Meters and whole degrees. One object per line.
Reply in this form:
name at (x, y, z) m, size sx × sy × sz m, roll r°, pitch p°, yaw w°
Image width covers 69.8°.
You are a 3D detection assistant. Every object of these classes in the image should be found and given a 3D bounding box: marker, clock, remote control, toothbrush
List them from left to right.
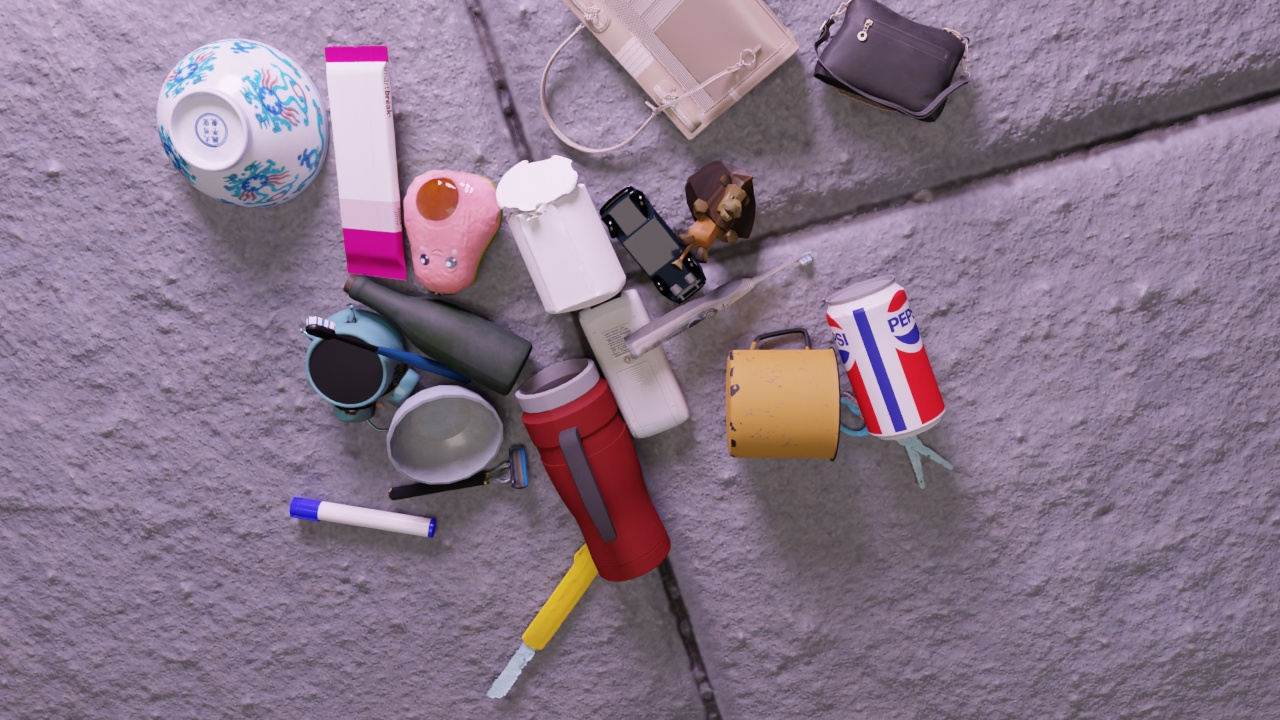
clock at (-0.257, 0.013, 0.847) m, size 0.090 × 0.053 × 0.124 m, roll -23°, pitch 108°, yaw 10°
marker at (-0.275, 0.157, 0.911) m, size 0.141 × 0.020 × 0.020 m, roll 9°, pitch 108°, yaw -1°
toothbrush at (-0.218, -0.006, 0.812) m, size 0.014 × 0.014 × 0.167 m, roll -27°, pitch 147°, yaw 35°
remote control at (-0.005, 0.005, 0.848) m, size 0.060 × 0.025 × 0.138 m, roll -22°, pitch 104°, yaw 9°
toothbrush at (0.070, -0.054, 0.817) m, size 0.185 × 0.022 × 0.024 m, roll -28°, pitch 64°, yaw -2°

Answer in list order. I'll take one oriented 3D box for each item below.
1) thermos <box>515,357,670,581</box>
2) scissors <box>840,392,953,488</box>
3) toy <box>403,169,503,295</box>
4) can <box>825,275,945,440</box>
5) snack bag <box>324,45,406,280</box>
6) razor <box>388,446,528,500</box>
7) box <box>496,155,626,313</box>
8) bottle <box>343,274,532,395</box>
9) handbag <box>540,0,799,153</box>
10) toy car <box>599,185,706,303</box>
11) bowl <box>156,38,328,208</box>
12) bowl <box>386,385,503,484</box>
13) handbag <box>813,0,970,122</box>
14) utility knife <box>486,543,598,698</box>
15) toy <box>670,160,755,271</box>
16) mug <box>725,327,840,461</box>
thermos at (-0.042, 0.106, 0.839) m, size 0.084 × 0.108 × 0.199 m, roll -20°, pitch 108°, yaw 7°
scissors at (0.252, 0.054, 0.863) m, size 0.140 × 0.015 × 0.111 m, roll 31°, pitch 104°, yaw -11°
toy at (-0.165, -0.111, 0.803) m, size 0.090 × 0.051 × 0.110 m, roll 9°, pitch 110°, yaw 5°
can at (0.215, -0.002, 0.807) m, size 0.070 × 0.070 × 0.132 m, roll -21°, pitch 99°, yaw 8°
snack bag at (-0.238, -0.169, 0.797) m, size 0.070 × 0.016 × 0.197 m, roll 8°, pitch 110°, yaw 25°
razor at (-0.177, 0.118, 0.896) m, size 0.144 × 0.022 × 0.042 m, roll -12°, pitch 65°, yaw 11°
box at (-0.070, -0.109, 0.782) m, size 0.080 × 0.089 × 0.143 m, roll -18°, pitch 104°, yaw 20°
bottle at (-0.186, -0.030, 0.830) m, size 0.174 × 0.055 × 0.055 m, roll 27°, pitch 107°, yaw -5°
handbag at (-0.002, -0.256, 0.758) m, size 0.198 × 0.062 × 0.175 m, roll -40°, pitch 102°, yaw 22°
toy car at (0.012, -0.101, 0.808) m, size 0.046 × 0.034 × 0.112 m, roll -38°, pitch 103°, yaw 13°
bowl at (-0.346, -0.196, 0.771) m, size 0.144 × 0.074 × 0.144 m, roll 1°, pitch 108°, yaw 2°
bowl at (-0.184, 0.063, 0.855) m, size 0.106 × 0.039 × 0.106 m, roll -11°, pitch 128°, yaw -15°
handbag at (0.205, -0.246, 0.745) m, size 0.128 × 0.054 × 0.079 m, roll 21°, pitch 103°, yaw -2°
utility knife at (-0.097, 0.267, 0.940) m, size 0.030 × 0.019 × 0.224 m, roll 34°, pitch 101°, yaw -2°
toy at (0.059, -0.119, 0.779) m, size 0.076 × 0.063 × 0.100 m, roll 40°, pitch 75°, yaw -27°
mug at (0.123, 0.028, 0.819) m, size 0.094 × 0.101 × 0.123 m, roll 0°, pitch 67°, yaw 4°
